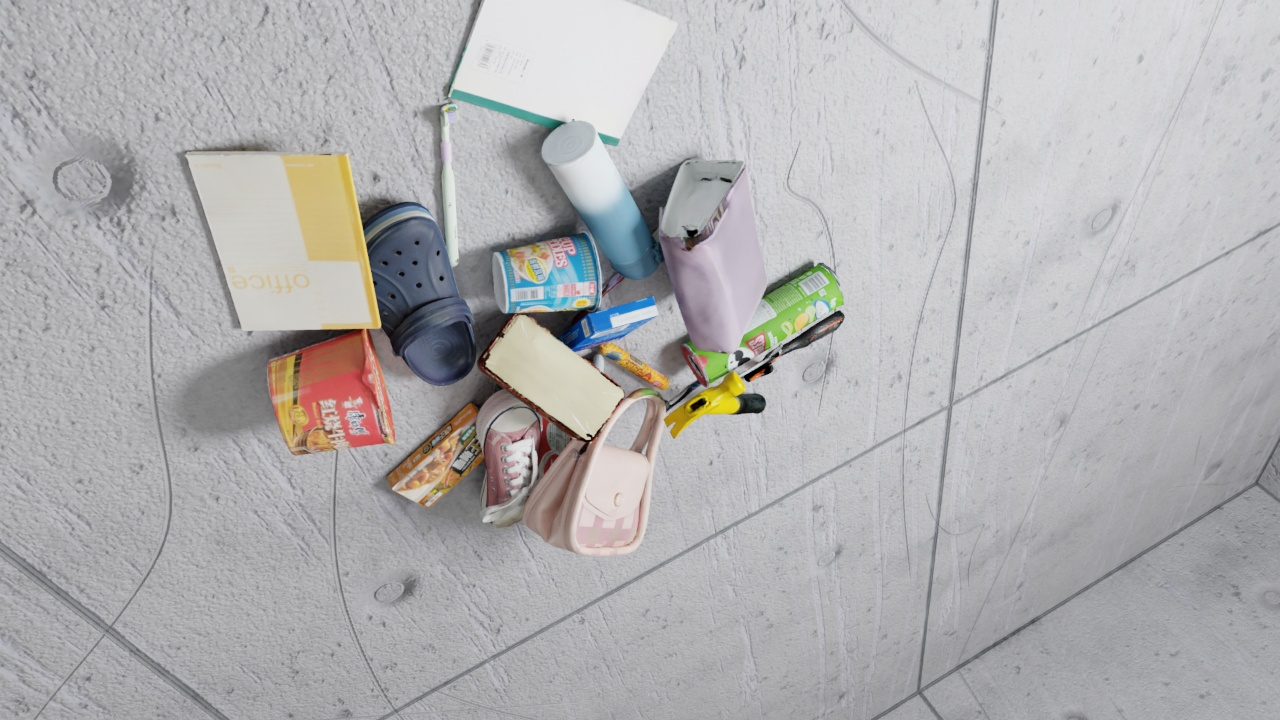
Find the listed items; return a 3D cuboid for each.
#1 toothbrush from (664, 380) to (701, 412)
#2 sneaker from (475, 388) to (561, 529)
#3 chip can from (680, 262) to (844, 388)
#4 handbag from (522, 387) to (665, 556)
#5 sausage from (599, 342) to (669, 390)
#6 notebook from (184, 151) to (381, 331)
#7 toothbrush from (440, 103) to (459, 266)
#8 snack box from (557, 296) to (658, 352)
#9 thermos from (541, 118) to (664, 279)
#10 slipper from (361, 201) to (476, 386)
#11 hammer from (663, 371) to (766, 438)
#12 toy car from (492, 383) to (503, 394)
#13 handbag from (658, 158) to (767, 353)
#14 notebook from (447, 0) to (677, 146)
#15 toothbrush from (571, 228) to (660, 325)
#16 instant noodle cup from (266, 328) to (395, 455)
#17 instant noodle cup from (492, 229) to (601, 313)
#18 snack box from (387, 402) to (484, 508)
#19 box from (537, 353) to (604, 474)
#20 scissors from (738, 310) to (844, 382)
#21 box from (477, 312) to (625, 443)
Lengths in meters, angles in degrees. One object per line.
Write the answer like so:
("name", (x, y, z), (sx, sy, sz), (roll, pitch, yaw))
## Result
("toothbrush", (0.094, 0.028, 1.360), (0.189, 0.014, 0.016), (-34, 115, -4))
("sneaker", (-0.163, 0.142, 1.195), (0.118, 0.088, 0.242), (-12, 133, -28))
("chip can", (0.174, -0.051, 1.297), (0.236, 0.072, 0.072), (-31, 138, -7))
("handbag", (-0.038, 0.141, 1.217), (0.193, 0.093, 0.234), (22, 93, -60))
("sausage", (-0.008, 0.007, 1.266), (0.021, 0.021, 0.165), (-47, 137, 11))
("notebook", (-0.344, -0.112, 0.903), (0.146, 0.010, 0.207), (-1, 131, -4))
("toothbrush", (-0.200, -0.179, 0.971), (0.020, 0.029, 0.190), (15, 130, 8))
("snack box", (-0.044, -0.040, 1.125), (0.084, 0.026, 0.157), (-17, 176, -21))
("thermos", (-0.036, -0.174, 1.045), (0.070, 0.070, 0.220), (-36, 141, 0))
("slipper", (-0.241, -0.053, 1.005), (0.105, 0.095, 0.253), (-26, 141, -15))
("hammer", (0.126, 0.063, 1.307), (0.129, 0.033, 0.300), (-32, 166, 18))
("toy car", (-0.162, 0.026, 1.171), (0.048, 0.031, 0.106), (-7, 137, -33))
("handbag", (0.085, -0.124, 1.120), (0.098, 0.144, 0.197), (3, 141, 22))
("notebook", (-0.077, -0.310, 0.939), (0.208, 0.012, 0.151), (7, 124, -37))
("toothbrush", (-0.020, -0.108, 1.158), (0.188, 0.016, 0.017), (-46, 146, 10))
("instant noodle cup", (-0.336, 0.037, 1.001), (0.108, 0.137, 0.138), (-14, 134, -11))
("instant noodle cup", (-0.111, -0.095, 1.057), (0.109, 0.099, 0.099), (-9, 132, -18))
("snack box", (-0.252, 0.126, 1.207), (0.154, 0.026, 0.075), (-41, 138, 5))
("box", (-0.084, 0.083, 1.261), (0.100, 0.095, 0.202), (-52, 157, -45))
("scissors", (0.201, -0.009, 1.306), (0.220, 0.021, 0.233), (-31, 171, -8))
("box", (-0.105, 0.020, 1.101), (0.168, 0.078, 0.091), (37, 79, -13))
